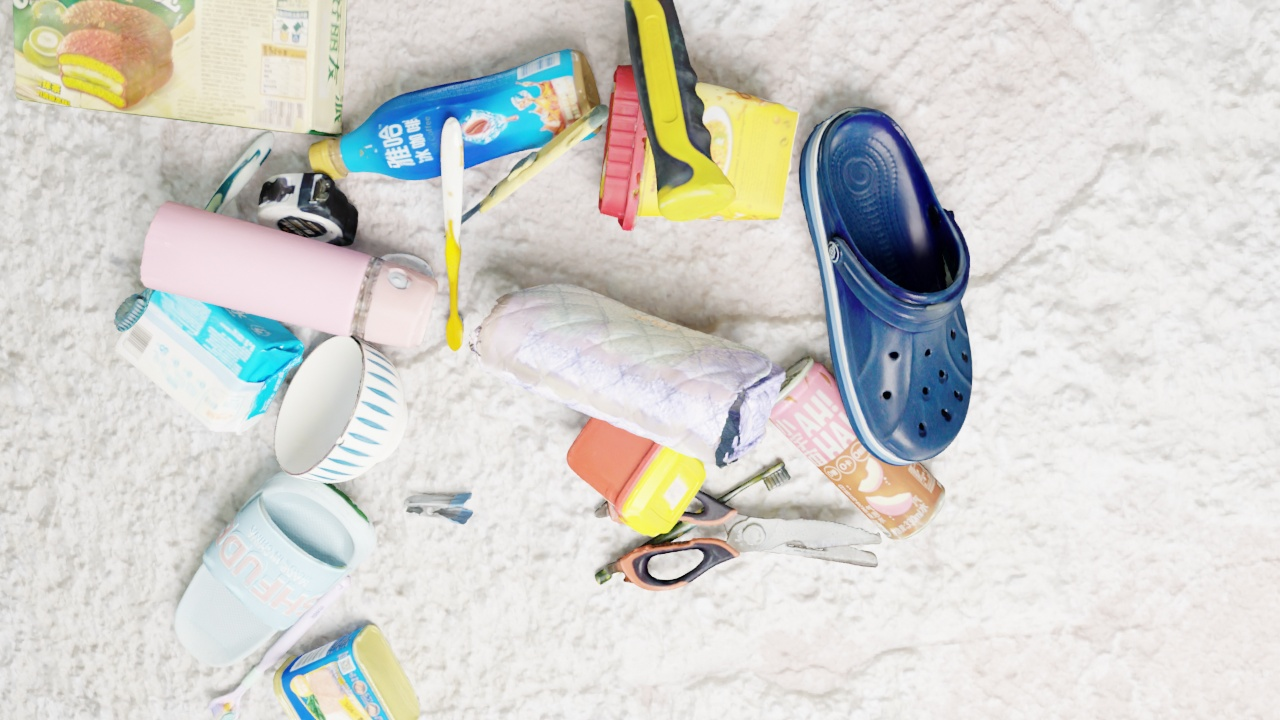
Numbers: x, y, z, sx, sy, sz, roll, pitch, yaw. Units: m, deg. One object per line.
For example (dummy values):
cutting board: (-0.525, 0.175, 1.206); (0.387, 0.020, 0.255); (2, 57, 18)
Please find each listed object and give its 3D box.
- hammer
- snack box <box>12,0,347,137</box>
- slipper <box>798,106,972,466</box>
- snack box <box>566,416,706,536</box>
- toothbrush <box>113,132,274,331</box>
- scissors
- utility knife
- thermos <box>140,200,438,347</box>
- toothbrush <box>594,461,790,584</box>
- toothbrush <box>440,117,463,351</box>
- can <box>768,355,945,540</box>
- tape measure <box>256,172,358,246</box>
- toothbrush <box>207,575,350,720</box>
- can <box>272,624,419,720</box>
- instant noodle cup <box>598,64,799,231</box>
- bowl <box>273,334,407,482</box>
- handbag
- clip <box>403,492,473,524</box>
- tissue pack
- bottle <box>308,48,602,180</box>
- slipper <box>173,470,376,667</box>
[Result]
hammer: (0.002, -0.226, 0.577); (0.126, 0.032, 0.322); (-14, 64, 10)
snack box: (-0.346, -0.239, 0.694); (0.240, 0.063, 0.114); (7, 102, 7)
slipper: (0.183, -0.054, 0.632); (0.105, 0.095, 0.253); (-15, 92, -17)
snack box: (-0.003, 0.078, 0.691); (0.080, 0.091, 0.082); (32, 81, 27)
toothbrush: (-0.341, -0.102, 0.703); (0.016, 0.018, 0.191); (31, 76, 2)
scissors: (0.072, 0.148, 0.719); (0.205, 0.015, 0.197); (43, 100, 12)
utility knife: (-0.085, -0.132, 0.660); (0.021, 0.030, 0.199); (39, 138, -20)
thermos: (-0.253, -0.067, 0.685); (0.198, 0.087, 0.067); (13, 136, -13)
toothbrush: (0.040, 0.135, 0.742); (0.186, 0.012, 0.017); (-34, 82, 13)
toothbrush: (-0.139, -0.090, 0.688); (0.016, 0.018, 0.192); (6, 123, -1)
can: (0.159, 0.066, 0.689); (0.147, 0.057, 0.058); (45, 103, -2)
tape measure: (-0.258, -0.115, 0.704); (0.066, 0.066, 0.033); (1, 68, 5)
toothbrush: (-0.318, 0.255, 0.813); (0.029, 0.021, 0.189); (40, 102, -17)
can: (-0.251, 0.291, 0.794); (0.083, 0.057, 0.102); (-25, 97, 9)
instant noodle cup: (0.037, -0.145, 0.641); (0.123, 0.116, 0.116); (7, 102, -5)
bowl: (-0.227, 0.044, 0.723); (0.117, 0.116, 0.066); (-47, 134, 14)
handbag: (-0.004, 0.004, 0.642); (0.194, 0.134, 0.076); (19, 106, 22)
clip: (-0.169, 0.123, 0.764); (0.058, 0.026, 0.041); (3, 110, 7)
tissue pack: (-0.345, -0.015, 0.738); (0.140, 0.063, 0.090); (38, 104, 5)
bottle: (-0.139, -0.171, 0.678); (0.219, 0.065, 0.065); (-12, 99, 10)
slipper: (-0.319, 0.182, 0.761); (0.104, 0.074, 0.246); (46, 113, -3)
